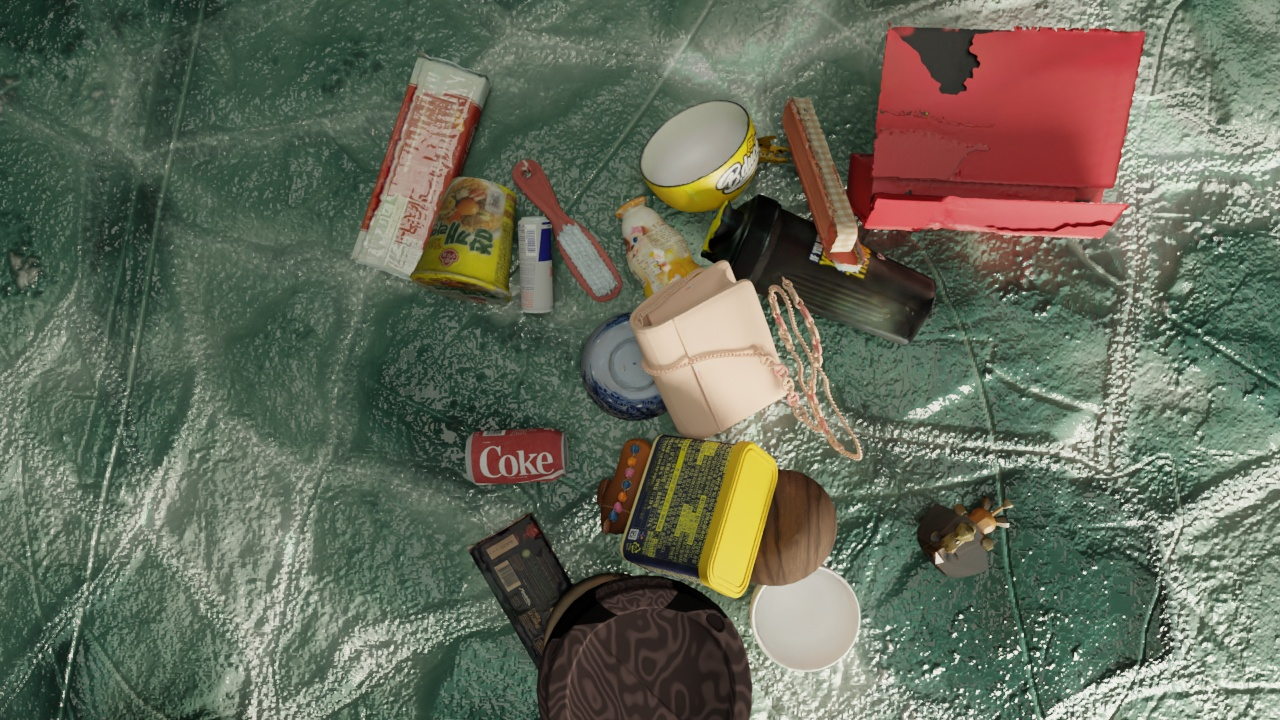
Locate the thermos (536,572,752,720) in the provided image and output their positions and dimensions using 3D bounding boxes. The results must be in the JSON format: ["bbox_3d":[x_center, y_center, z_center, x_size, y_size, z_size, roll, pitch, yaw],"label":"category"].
[{"bbox_3d":[-0.012,0.266,0.810,0.172,0.226,0.172,1,84,-10],"label":"thermos"}]

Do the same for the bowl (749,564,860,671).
[{"bbox_3d":[0.158,0.247,0.902,0.105,0.054,0.105,0,89,0],"label":"bowl"}]

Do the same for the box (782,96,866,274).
[{"bbox_3d":[0.174,-0.169,0.862,0.054,0.078,0.186,-29,53,26],"label":"box"}]

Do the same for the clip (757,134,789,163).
[{"bbox_3d":[0.127,-0.212,0.924,0.048,0.054,0.045,-35,106,-22],"label":"clip"}]

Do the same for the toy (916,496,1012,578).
[{"bbox_3d":[0.322,0.166,0.897,0.100,0.062,0.076,-33,68,-5],"label":"toy"}]

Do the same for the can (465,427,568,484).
[{"bbox_3d":[-0.122,0.095,0.917,0.096,0.054,0.054,-3,88,2],"label":"can"}]

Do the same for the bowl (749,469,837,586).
[{"bbox_3d":[0.127,0.155,0.887,0.119,0.032,0.119,-10,58,17],"label":"bowl"}]

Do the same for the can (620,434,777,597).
[{"bbox_3d":[0.054,0.142,0.865,0.104,0.075,0.135,4,67,38],"label":"can"}]

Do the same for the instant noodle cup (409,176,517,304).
[{"bbox_3d":[-0.166,-0.118,0.908,0.102,0.102,0.108,10,80,2],"label":"instant noodle cup"}]

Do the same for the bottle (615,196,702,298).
[{"bbox_3d":[0.015,-0.108,0.912,0.063,0.063,0.109,-28,89,1],"label":"bottle"}]

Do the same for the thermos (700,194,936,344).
[{"bbox_3d":[0.170,-0.087,0.894,0.221,0.098,0.098,21,89,-4],"label":"thermos"}]

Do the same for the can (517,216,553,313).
[{"bbox_3d":[-0.105,-0.096,0.921,0.032,0.032,0.095,0,103,2],"label":"can"}]

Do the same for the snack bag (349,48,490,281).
[{"bbox_3d":[-0.224,-0.195,0.937,0.077,0.041,0.225,18,87,2],"label":"snack bag"}]

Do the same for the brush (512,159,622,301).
[{"bbox_3d":[-0.077,-0.135,0.934,0.041,0.030,0.172,-35,87,0],"label":"brush"}]

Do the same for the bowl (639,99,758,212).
[{"bbox_3d":[0.065,-0.190,0.901,0.117,0.067,0.117,-18,47,20],"label":"bowl"}]

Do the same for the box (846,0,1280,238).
[{"bbox_3d":[0.302,-0.167,0.735,0.211,0.410,0.107,4,85,3],"label":"box"}]

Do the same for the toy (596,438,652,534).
[{"bbox_3d":[-0.014,0.123,0.889,0.071,0.102,0.090,15,100,14],"label":"toy"}]

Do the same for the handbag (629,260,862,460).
[{"bbox_3d":[0.082,0.013,0.817,0.116,0.187,0.199,-31,129,-8],"label":"handbag"}]

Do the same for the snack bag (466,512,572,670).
[{"bbox_3d":[-0.105,0.238,0.929,0.074,0.018,0.155,-30,88,0],"label":"snack bag"}]

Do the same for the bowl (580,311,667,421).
[{"bbox_3d":[-0.005,0.005,0.919,0.114,0.045,0.114,0,88,2],"label":"bowl"}]
